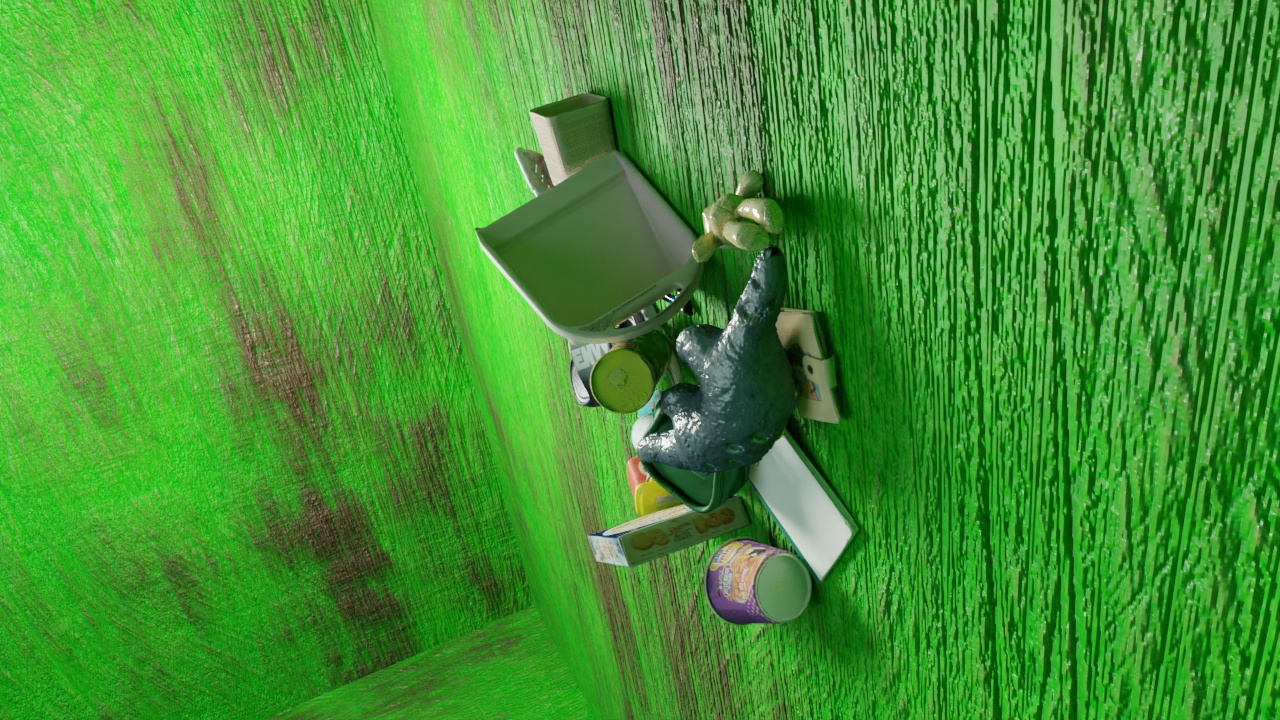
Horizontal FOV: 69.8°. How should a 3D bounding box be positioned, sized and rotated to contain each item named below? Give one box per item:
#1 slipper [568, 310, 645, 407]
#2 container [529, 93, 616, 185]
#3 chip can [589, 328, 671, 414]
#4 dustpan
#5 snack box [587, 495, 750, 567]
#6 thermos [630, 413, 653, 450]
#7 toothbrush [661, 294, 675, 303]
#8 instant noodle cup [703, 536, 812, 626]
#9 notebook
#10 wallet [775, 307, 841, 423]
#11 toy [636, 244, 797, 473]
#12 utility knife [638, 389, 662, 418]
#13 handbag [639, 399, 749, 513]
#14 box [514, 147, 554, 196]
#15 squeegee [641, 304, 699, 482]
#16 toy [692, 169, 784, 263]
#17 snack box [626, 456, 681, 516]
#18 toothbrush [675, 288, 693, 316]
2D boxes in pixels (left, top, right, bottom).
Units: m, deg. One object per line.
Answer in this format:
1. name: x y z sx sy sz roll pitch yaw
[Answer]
1. slipper: -0.063 0.010 1.301 0.269 0.083 0.110 -36 68 61
2. container: -0.085 -0.290 1.235 0.090 0.090 0.111 40 148 58
3. chip can: -0.006 0.006 1.085 0.221 0.073 0.072 -54 -53 -79
4. dustpan: -0.050 -0.137 1.100 0.273 0.222 0.139 54 172 11
5. snack box: 0.035 0.235 1.274 0.183 0.177 0.045 149 105 -71
6. thermos: 0.058 0.126 1.284 0.224 0.073 0.073 22 129 66
7. toothbrush: 0.018 -0.093 1.252 0.189 0.016 0.014 35 143 59
8. instant noodle cup: 0.147 0.271 1.115 0.099 0.111 0.111 -19 90 64
9. notebook: 0.163 0.140 1.047 0.209 0.012 0.151 56 157 27
10. wallet: 0.167 0.005 0.905 0.087 0.024 0.115 -158 52 -74
11. toy: 0.090 0.037 0.949 0.138 0.091 0.357 47 139 20
12. utility knife: 0.015 0.075 1.438 0.161 0.013 0.029 126 125 -69
13. handbag: 0.064 0.109 1.104 0.131 0.067 0.120 35 141 28
14. box: -0.124 -0.246 1.389 0.201 0.091 0.095 63 162 20
15. squeegee: 0.031 -0.001 1.252 0.247 0.039 0.246 116 145 -48
16. toy: 0.097 -0.132 0.885 0.066 0.105 0.157 29 -176 -13
17. snack box: 0.026 0.185 1.402 0.080 0.091 0.082 -119 20 -48
18. toothbrush: 0.024 -0.131 1.195 0.014 0.016 0.189 -52 54 39
